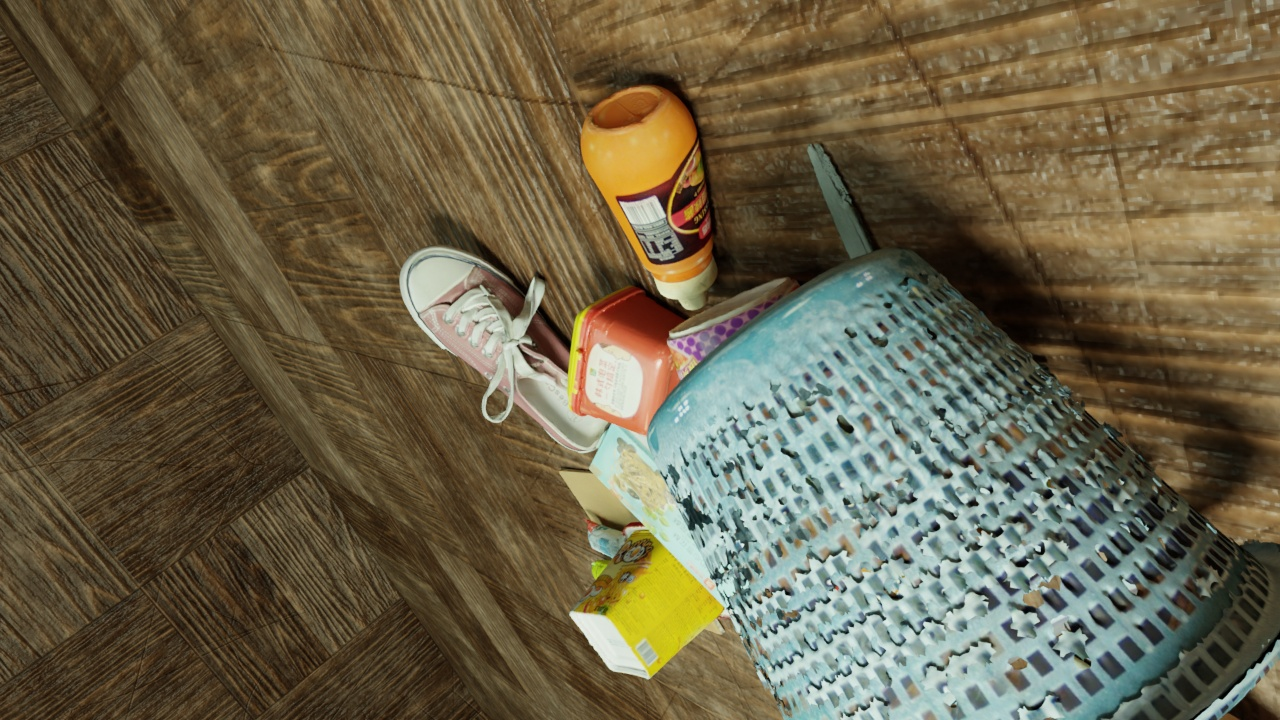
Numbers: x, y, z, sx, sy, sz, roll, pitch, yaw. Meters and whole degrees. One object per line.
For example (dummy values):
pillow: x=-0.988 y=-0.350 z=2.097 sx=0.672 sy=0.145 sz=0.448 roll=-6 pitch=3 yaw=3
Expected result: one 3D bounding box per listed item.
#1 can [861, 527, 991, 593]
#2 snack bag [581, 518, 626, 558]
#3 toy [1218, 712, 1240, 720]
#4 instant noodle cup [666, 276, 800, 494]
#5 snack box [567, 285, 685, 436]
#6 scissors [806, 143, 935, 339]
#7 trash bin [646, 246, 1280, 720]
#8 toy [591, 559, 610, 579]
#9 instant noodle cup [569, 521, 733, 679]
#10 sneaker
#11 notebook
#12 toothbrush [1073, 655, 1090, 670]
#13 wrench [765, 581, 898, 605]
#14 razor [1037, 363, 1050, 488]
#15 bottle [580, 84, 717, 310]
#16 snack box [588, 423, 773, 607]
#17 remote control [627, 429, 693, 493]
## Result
can: x=0.158 y=0.113 z=0.583 sx=0.146 sy=0.058 sz=0.058 roll=21 pitch=141 yaw=45
snack bag: x=-0.028 y=0.198 z=0.992 sx=0.105 sy=0.026 sz=0.045 roll=7 pitch=121 yaw=53
toy: x=0.297 y=0.262 z=0.529 sx=0.143 sy=0.082 sz=0.226 roll=56 pitch=158 yaw=18
instant noodle cup: x=0.073 y=0.011 z=0.544 sx=0.112 sy=0.111 sz=0.099 roll=-11 pitch=106 yaw=61
snack box: x=-0.004 y=0.004 z=0.665 sx=0.080 sy=0.081 sz=0.091 roll=27 pitch=125 yaw=26
scissors: x=0.136 y=-0.036 z=0.487 sx=0.133 sy=0.014 sz=0.176 roll=33 pitch=145 yaw=35
trash bin: x=0.115 y=0.067 z=0.402 sx=0.195 sy=0.226 sz=0.227 roll=56 pitch=155 yaw=14
toy: x=-0.015 y=0.262 z=1.048 sx=0.100 sy=0.031 sz=0.097 roll=47 pitch=154 yaw=-1
instant noodle cup: x=0.010 y=0.227 z=0.872 sx=0.116 sy=0.123 sz=0.116 roll=56 pitch=148 yaw=-11
sneaker: x=-0.114 y=-0.014 z=0.796 sx=0.241 sy=0.118 sz=0.088 roll=45 pitch=171 yaw=0
notebook: x=-0.002 y=0.204 z=1.000 sx=0.148 sy=0.008 sz=0.208 roll=-6 pitch=119 yaw=59
toothbrush: x=0.205 y=0.154 z=0.604 sx=0.190 sy=0.029 sz=0.020 roll=30 pitch=-171 yaw=33
wrench: x=0.150 y=0.191 z=0.739 sx=0.274 sy=0.016 sz=0.056 roll=9 pitch=127 yaw=53
razor: x=0.200 y=0.059 z=0.479 sx=0.043 sy=0.028 sz=0.133 roll=3 pitch=122 yaw=41
bottle: x=0.015 y=-0.089 z=0.556 sx=0.067 sy=0.066 sz=0.149 roll=25 pitch=151 yaw=41
snack box: x=0.039 y=0.117 z=0.765 sx=0.175 sy=0.051 sz=0.074 roll=44 pitch=138 yaw=16
remote control: x=0.028 y=0.052 z=0.723 sx=0.150 sy=0.021 sz=0.058 roll=44 pitch=113 yaw=15
